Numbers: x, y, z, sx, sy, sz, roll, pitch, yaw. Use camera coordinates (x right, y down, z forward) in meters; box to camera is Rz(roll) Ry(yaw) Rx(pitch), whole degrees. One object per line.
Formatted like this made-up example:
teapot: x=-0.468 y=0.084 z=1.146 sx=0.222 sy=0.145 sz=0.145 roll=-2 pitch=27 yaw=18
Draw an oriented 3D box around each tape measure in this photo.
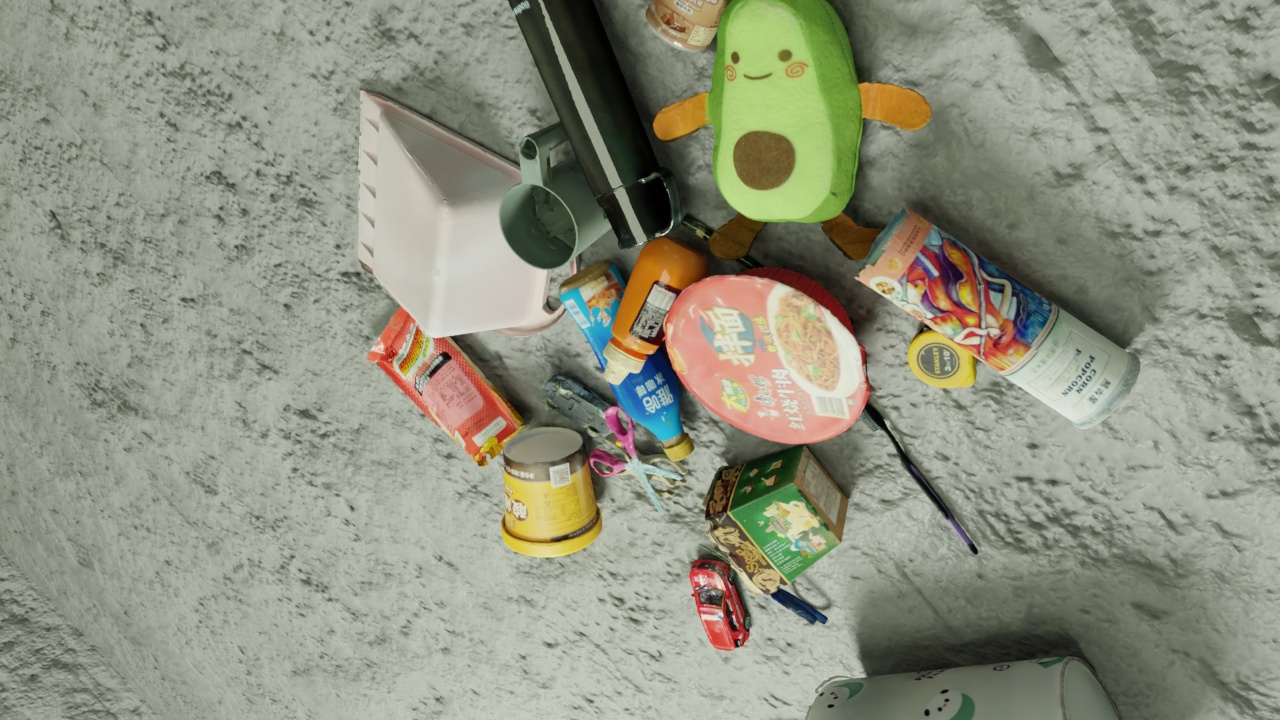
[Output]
tape measure: x=0.261 y=-0.007 z=0.789 sx=0.057 sy=0.028 sz=0.060 roll=1 pitch=119 yaw=30

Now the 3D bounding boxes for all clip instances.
clip: x=0.002 y=0.120 z=1.025 sx=0.100 sy=0.034 sz=0.070 roll=21 pitch=128 yaw=25

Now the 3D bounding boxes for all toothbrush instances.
toothbrush: x=0.115 y=-0.081 z=0.840 sx=0.186 sy=0.012 sz=0.017 roll=35 pitch=152 yaw=8
toothbrush: x=0.264 y=0.114 z=0.874 sx=0.189 sy=0.014 sz=0.017 roll=51 pitch=138 yaw=-7

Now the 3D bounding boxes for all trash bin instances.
trash bin: x=0.325 y=0.404 z=0.891 sx=0.253 sy=0.228 sz=0.229 roll=-25 pitch=103 yaw=34

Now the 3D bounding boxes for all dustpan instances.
dustpan: x=-0.194 y=-0.140 z=0.997 sx=0.273 sy=0.138 sz=0.223 roll=50 pitch=139 yaw=34

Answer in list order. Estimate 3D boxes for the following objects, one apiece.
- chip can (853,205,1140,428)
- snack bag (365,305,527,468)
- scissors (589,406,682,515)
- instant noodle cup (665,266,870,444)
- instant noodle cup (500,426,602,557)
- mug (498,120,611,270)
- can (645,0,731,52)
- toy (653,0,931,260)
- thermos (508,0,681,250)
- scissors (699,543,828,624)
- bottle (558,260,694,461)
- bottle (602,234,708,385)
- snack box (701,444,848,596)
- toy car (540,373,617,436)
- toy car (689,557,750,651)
chip can: x=0.277 y=-0.035 z=0.722 sx=0.215 sy=0.071 sz=0.071 roll=34 pitch=131 yaw=2
snack bag: x=-0.235 y=0.029 z=1.096 sx=0.208 sy=0.073 sz=0.129 roll=46 pitch=130 yaw=5
scissors: x=-0.012 y=0.113 z=1.001 sx=0.134 sy=0.017 sz=0.133 roll=-23 pitch=98 yaw=44
instant noodle cup: x=0.121 y=-0.014 z=0.831 sx=0.194 sy=0.065 sz=0.194 roll=21 pitch=139 yaw=20
instant noodle cup: x=-0.106 y=0.147 z=1.057 sx=0.119 sy=0.118 sz=0.114 roll=9 pitch=115 yaw=27
mug: x=-0.070 y=-0.159 z=0.846 sx=0.084 sy=0.103 sz=0.124 roll=13 pitch=123 yaw=25
can: x=0.052 y=-0.303 z=0.711 sx=0.058 sy=0.058 sz=0.117 roll=38 pitch=131 yaw=5
toy: x=0.114 y=-0.185 z=0.728 sx=0.227 sy=0.089 sz=0.247 roll=3 pitch=123 yaw=23
thermos: x=-0.030 y=-0.220 z=0.788 sx=0.090 sy=0.068 sz=0.242 roll=-11 pitch=108 yaw=52
scissors: x=0.139 y=0.245 z=0.989 sx=0.162 sy=0.012 sz=0.176 roll=33 pitch=176 yaw=-27
bottle: x=-0.006 y=0.005 z=0.936 sx=0.065 sy=0.065 sz=0.219 roll=-18 pitch=108 yaw=38
bottle: x=0.006 y=-0.043 z=0.866 sx=0.067 sy=0.066 sz=0.150 roll=31 pitch=103 yaw=11
snack box: x=0.143 y=0.153 z=0.919 sx=0.106 sy=0.117 sz=0.118 roll=-34 pitch=100 yaw=28
toy car: x=-0.067 y=0.048 z=1.021 sx=0.090 sy=0.034 sz=0.043 roll=30 pitch=128 yaw=0
toy car: x=0.091 y=0.285 z=1.066 sx=0.053 sy=0.045 sz=0.120 roll=-6 pitch=113 yaw=32
